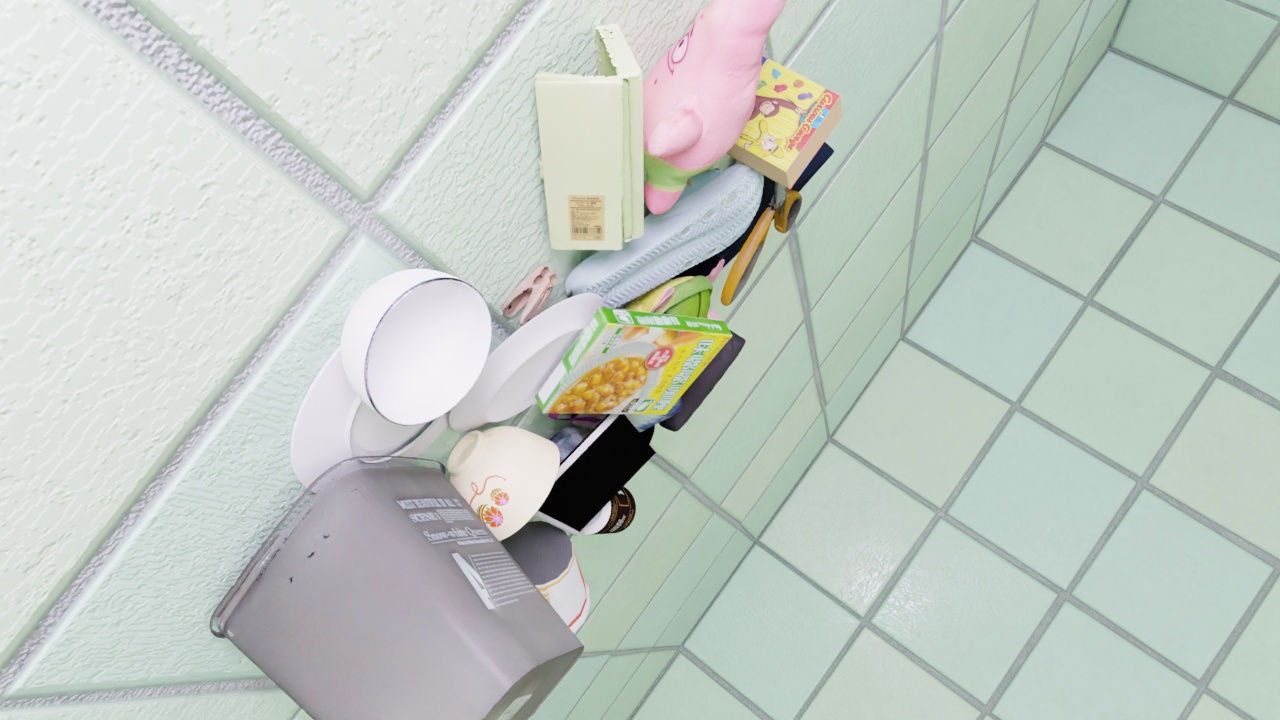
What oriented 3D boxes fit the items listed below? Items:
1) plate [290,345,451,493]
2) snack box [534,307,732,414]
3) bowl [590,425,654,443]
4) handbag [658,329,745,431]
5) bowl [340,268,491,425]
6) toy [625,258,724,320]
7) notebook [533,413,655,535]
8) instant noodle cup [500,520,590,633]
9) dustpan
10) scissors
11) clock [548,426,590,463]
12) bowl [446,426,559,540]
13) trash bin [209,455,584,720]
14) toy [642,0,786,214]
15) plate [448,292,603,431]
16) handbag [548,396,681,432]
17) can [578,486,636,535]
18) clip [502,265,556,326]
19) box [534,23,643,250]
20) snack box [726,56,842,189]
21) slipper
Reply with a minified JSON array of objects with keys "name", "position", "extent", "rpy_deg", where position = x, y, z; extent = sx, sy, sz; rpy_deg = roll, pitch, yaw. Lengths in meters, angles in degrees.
[{"name":"plate","position":[-0.199,0.031,0.765],"extent":[0.208,0.015,0.209],"rpy_deg":[-45,158,-25]},{"name":"snack box","position":[-0.005,0.005,0.924],"extent":[0.167,0.027,0.132],"rpy_deg":[3,137,-41]},{"name":"bowl","position":[-0.040,0.113,1.193],"extent":[0.123,0.052,0.124],"rpy_deg":[-45,158,-25]},{"name":"handbag","position":[0.043,0.006,1.206],"extent":[0.153,0.114,0.125],"rpy_deg":[-55,-177,-10]},{"name":"bowl","position":[-0.171,-0.015,0.669],"extent":[0.113,0.063,0.114],"rpy_deg":[-32,135,-39]},{"name":"toy","position":[0.028,-0.040,1.019],"extent":[0.190,0.087,0.238],"rpy_deg":[-40,167,12]},{"name":"notebook","position":[-0.055,0.137,1.085],"extent":[0.149,0.016,0.207],"rpy_deg":[-46,160,-5]},{"name":"instant noodle cup","position":[-0.129,0.278,1.172],"extent":[0.123,0.123,0.121],"rpy_deg":[-42,148,-32]},{"name":"dustpan","position":[0.126,-0.200,1.103],"extent":[0.235,0.080,0.274],"rpy_deg":[-44,178,-27]},{"name":"scissors","position":[0.142,-0.155,1.007],"extent":[0.225,0.016,0.225],"rpy_deg":[-59,166,-2]},{"name":"clock","position":[-0.096,0.137,1.113],"extent":[0.090,0.052,0.130],"rpy_deg":[-37,158,-40]},{"name":"bowl","position":[-0.147,0.108,0.903],"extent":[0.074,0.118,0.118],"rpy_deg":[41,81,-27]},{"name":"trash bin","position":[-0.189,0.225,0.770],"extent":[0.197,0.220,0.197],"rpy_deg":[-52,161,5]},{"name":"toy","position":[0.056,-0.234,0.771],"extent":[0.237,0.097,0.191],"rpy_deg":[122,-10,-53]},{"name":"plate","position":[-0.102,0.009,0.881],"extent":[0.188,0.016,0.189],"rpy_deg":[-40,167,-12]},{"name":"handbag","position":[-0.039,0.044,1.054],"extent":[0.145,0.068,0.169],"rpy_deg":[-30,161,35]},{"name":"can","position":[-0.056,0.205,1.275],"extent":[0.072,0.072,0.128],"rpy_deg":[-56,160,2]},{"name":"clip","position":[-0.097,-0.056,0.832],"extent":[0.062,0.045,0.024],"rpy_deg":[-41,161,1]},{"name":"box","position":[-0.034,-0.182,0.764],"extent":[0.188,0.091,0.083],"rpy_deg":[94,1,-55]},{"name":"snack box","position":[0.116,-0.239,0.890],"extent":[0.088,0.126,0.040],"rpy_deg":[-54,160,-3]},{"name":"slipper","position":[0.023,-0.135,0.927],"extent":[0.245,0.074,0.104],"rpy_deg":[-33,159,-12]}]
